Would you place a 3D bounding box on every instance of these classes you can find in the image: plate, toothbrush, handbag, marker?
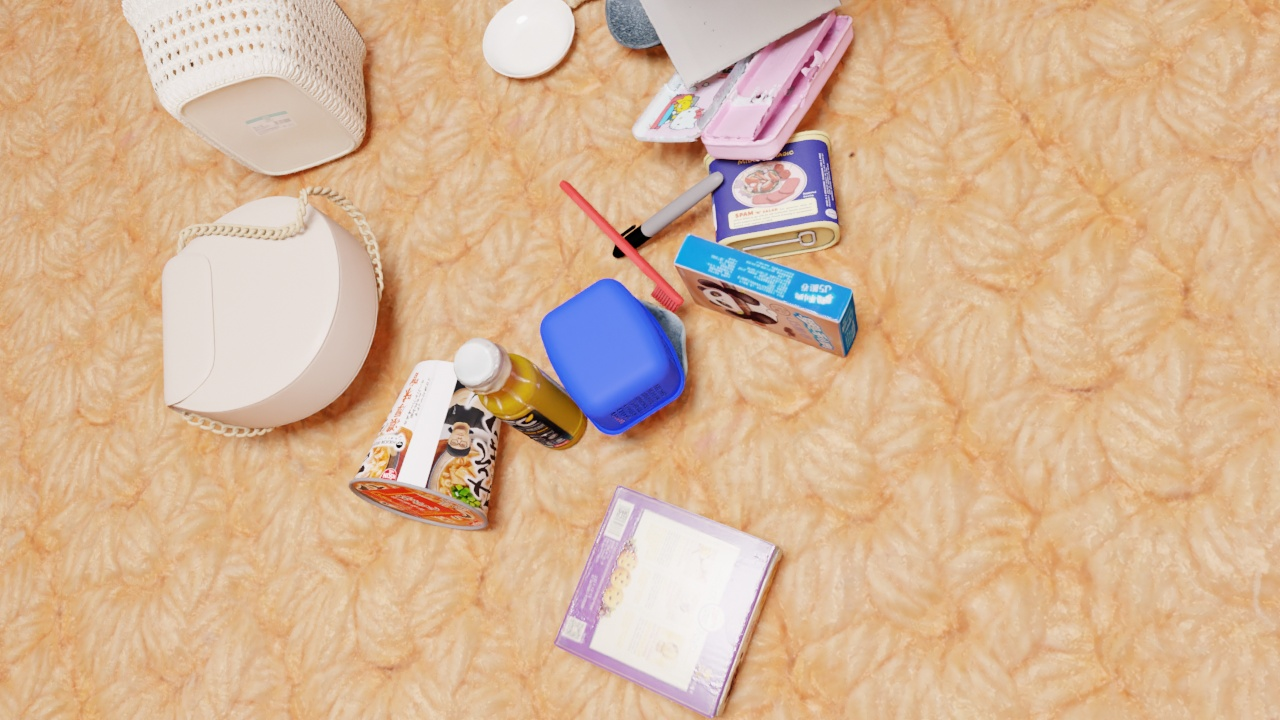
[{"bbox_3d":[-0.116,-0.341,0.983,0.104,0.026,0.104,-5,70,14],"label":"plate"},{"bbox_3d":[-0.024,-0.110,0.866,0.212,0.012,0.018,49,115,36],"label":"toothbrush"},{"bbox_3d":[-0.356,-0.048,0.863,0.209,0.103,0.210,-20,66,13],"label":"handbag"},{"bbox_3d":[0.022,-0.135,0.849,0.139,0.016,0.022,-34,77,33],"label":"marker"}]

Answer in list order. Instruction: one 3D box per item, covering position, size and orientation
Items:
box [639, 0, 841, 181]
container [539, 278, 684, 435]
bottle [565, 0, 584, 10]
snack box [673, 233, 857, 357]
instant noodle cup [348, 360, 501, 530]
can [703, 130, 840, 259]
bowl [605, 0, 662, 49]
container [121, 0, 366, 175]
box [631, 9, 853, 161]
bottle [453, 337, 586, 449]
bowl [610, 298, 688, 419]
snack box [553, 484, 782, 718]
[{"bbox_3d":[0.092,-0.333,0.880,0.167,0.422,0.173,-28,49,1],"label":"box"},{"bbox_3d":[-0.027,-0.006,0.765,0.096,0.058,0.114,-33,66,3],"label":"container"},{"bbox_3d":[-0.035,-0.413,0.974,0.109,0.044,0.044,-20,68,10],"label":"bottle"},{"bbox_3d":[0.109,-0.055,0.787,0.151,0.087,0.034,22,79,22],"label":"snack box"},{"bbox_3d":[-0.179,0.073,0.820,0.124,0.124,0.121,6,65,18],"label":"instant noodle cup"},{"bbox_3d":[0.120,-0.146,0.831,0.116,0.056,0.092,-8,71,14],"label":"can"},{"bbox_3d":[0.034,-0.367,0.922,0.137,0.057,0.137,-11,72,38],"label":"bowl"},{"bbox_3d":[-0.388,-0.298,0.940,0.185,0.246,0.142,-17,77,7],"label":"container"},{"bbox_3d":[0.098,-0.260,0.857,0.153,0.038,0.200,10,53,36],"label":"box"},{"bbox_3d":[-0.098,0.030,0.765,0.053,0.186,0.053,-5,71,14],"label":"bottle"},{"bbox_3d":[-0.005,0.005,0.818,0.110,0.055,0.110,-5,70,15],"label":"bowl"},{"bbox_3d":[0.023,0.194,0.754,0.148,0.040,0.143,18,78,21],"label":"snack box"}]
